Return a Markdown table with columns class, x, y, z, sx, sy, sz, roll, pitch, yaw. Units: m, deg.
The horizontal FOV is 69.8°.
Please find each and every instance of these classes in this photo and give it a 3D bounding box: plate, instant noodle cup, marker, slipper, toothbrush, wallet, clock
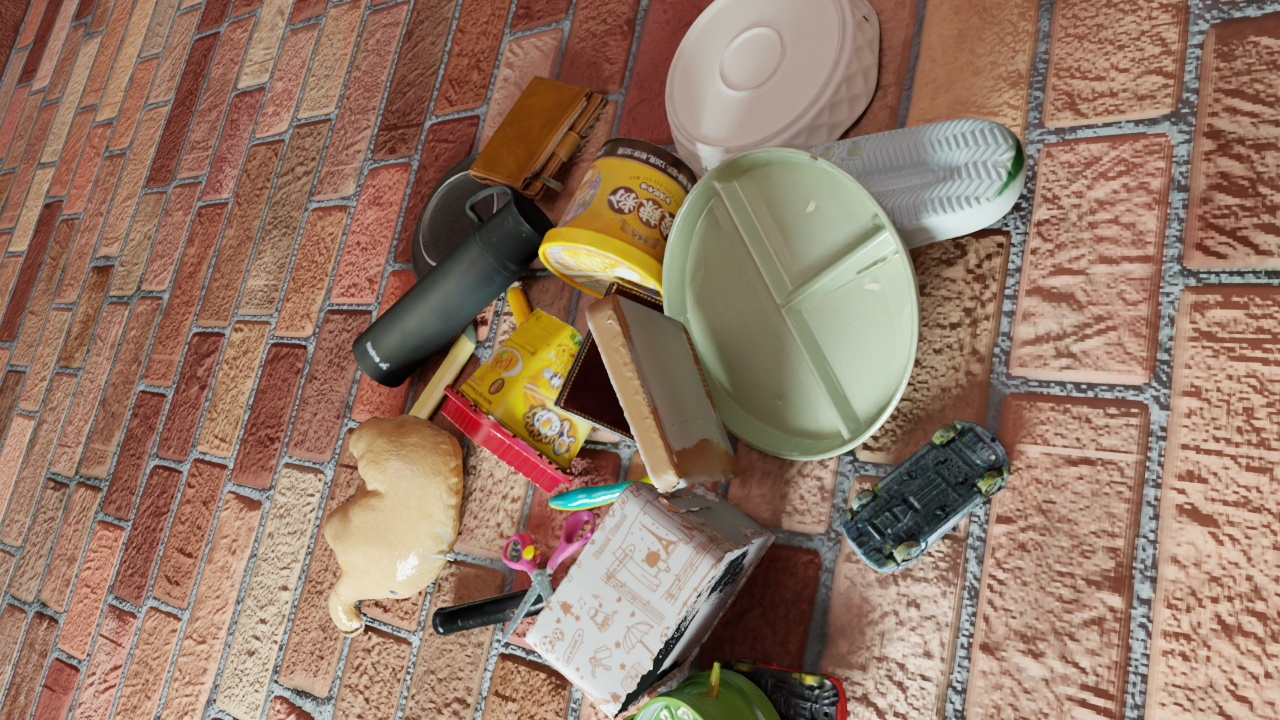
| class | x | y | z | sx | sy | sz | roll | pitch | yaw |
| --- | --- | --- | --- | --- | --- | --- | --- | --- | --- |
| plate | 0.106 | -0.252 | 0.800 | 0.205 | 0.045 | 0.204 | -14 | 65 | 32 |
| instant noodle cup | -0.012 | -0.120 | 0.799 | 0.119 | 0.118 | 0.114 | 11 | 72 | 38 |
| marker | -0.105 | -0.021 | 0.891 | 0.018 | 0.015 | 0.123 | -37 | 58 | 22 |
| plate | -0.192 | -0.149 | 0.994 | 0.180 | 0.024 | 0.179 | -14 | 66 | 32 |
| slipper | 0.174 | -0.111 | 0.678 | 0.246 | 0.074 | 0.104 | -7 | 64 | 52 |
| toothbrush | -0.096 | 0.209 | 0.795 | 0.213 | 0.027 | 0.026 | -20 | 107 | 28 |
| wallet | -0.104 | -0.230 | 0.943 | 0.119 | 0.035 | 0.130 | 26 | 78 | 35 |
| instant noodle cup | -0.089 | 0.030 | 0.797 | 0.123 | 0.116 | 0.116 | -53 | 34 | -6 |
| plate | 0.105 | -0.040 | 0.674 | 0.230 | 0.027 | 0.230 | 17 | 114 | 44 |
| wallet | -0.004 | 0.004 | 0.756 | 0.096 | 0.020 | 0.122 | 24 | 71 | -2 |
| clock | 0.035 | 0.286 | 0.636 | 0.162 | 0.056 | 0.116 | -51 | 52 | 35 |

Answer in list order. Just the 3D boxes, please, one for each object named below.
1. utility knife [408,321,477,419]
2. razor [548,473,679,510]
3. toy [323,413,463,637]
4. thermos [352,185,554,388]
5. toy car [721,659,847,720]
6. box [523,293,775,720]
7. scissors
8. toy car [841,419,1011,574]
| class | x | y | z | sx | sy | sz | roll | pitch | yaw |
| --- | --- | --- | --- | --- | --- | --- | --- | --- | --- |
| utility knife | -0.228 | 0.050 | 0.951 | 0.208 | 0.021 | 0.031 | -52 | 49 | 1 |
| razor | -0.020 | 0.104 | 0.773 | 0.133 | 0.028 | 0.043 | -22 | 48 | 23 |
| toy | -0.240 | 0.164 | 0.881 | 0.143 | 0.082 | 0.226 | 13 | 86 | 29 |
| thermos | -0.195 | -0.077 | 0.932 | 0.243 | 0.068 | 0.090 | -39 | 80 | 20 |
| toy car | 0.096 | 0.237 | 0.639 | 0.107 | 0.031 | 0.049 | -9 | 71 | 46 |
| box | 0.019 | 0.095 | 0.634 | 0.133 | 0.179 | 0.271 | 5 | 86 | 19 |
| scissors | -0.079 | 0.177 | 0.779 | 0.131 | 0.017 | 0.133 | -39 | 33 | 1 |
| toy car | 0.193 | 0.093 | 0.620 | 0.121 | 0.037 | 0.054 | -42 | 53 | 5 |
